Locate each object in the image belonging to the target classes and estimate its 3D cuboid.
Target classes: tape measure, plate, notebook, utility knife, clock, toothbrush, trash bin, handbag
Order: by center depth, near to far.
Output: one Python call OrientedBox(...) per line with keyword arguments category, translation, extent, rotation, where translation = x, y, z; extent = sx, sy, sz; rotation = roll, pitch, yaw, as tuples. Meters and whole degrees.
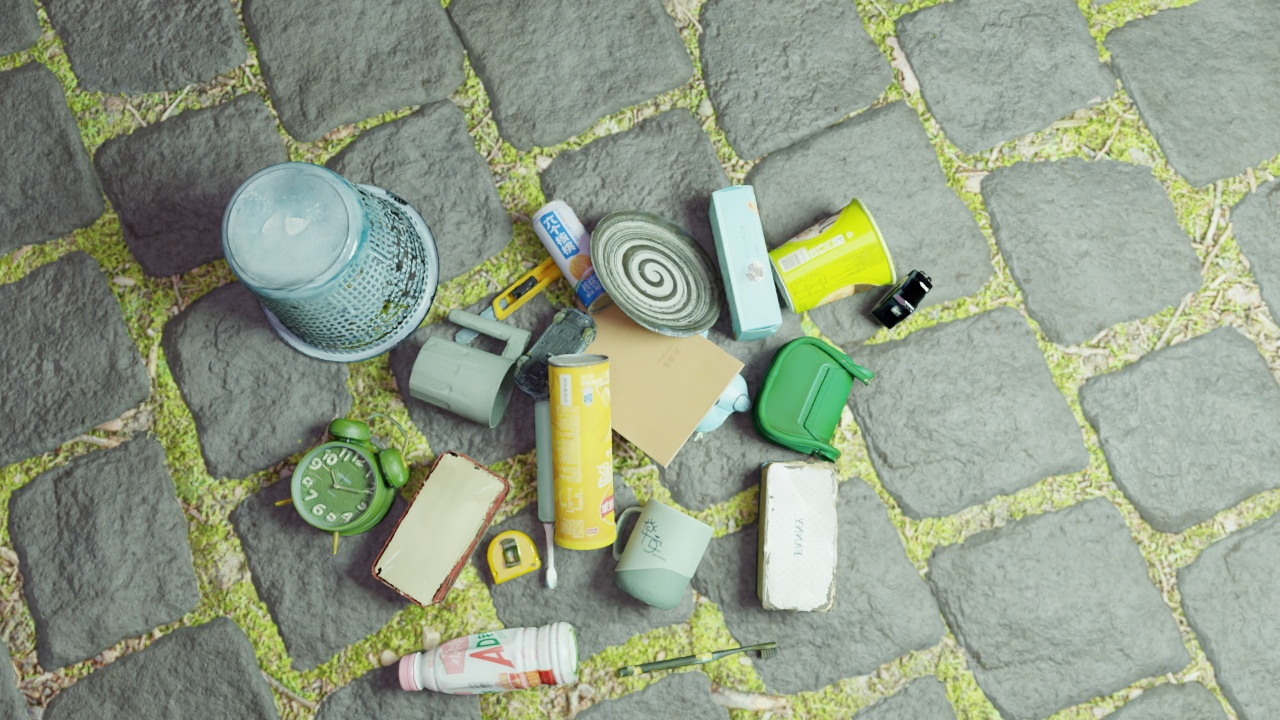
OrientedBox(category="trash bin", translation=(-0.361, -0.121, 1.038), extent=(0.226, 0.195, 0.226), rotation=(0, 82, 1))
OrientedBox(category="toothbrush", translation=(0.067, 0.347, 1.058), extent=(0.186, 0.012, 0.017), rotation=(-10, 93, -1))
OrientedBox(category="tape measure", translation=(-0.150, 0.227, 1.069), extent=(0.060, 0.029, 0.057), rotation=(-20, 81, -2))
OrientedBox(category="handbag", translation=(0.197, 0.043, 1.070), extent=(0.120, 0.068, 0.131), rotation=(22, 83, 3))
OrientedBox(category="clock", translation=(-0.338, 0.133, 1.071), extent=(0.116, 0.056, 0.161), rotation=(38, 84, 5))
OrientedBox(category="notebook", translation=(-0.006, 0.006, 1.075), extent=(0.211, 0.012, 0.149), rotation=(36, 84, 23))
OrientedBox(category="plate", translation=(0.017, -0.100, 1.077), extent=(0.179, 0.024, 0.179), rotation=(17, 51, -22))
OrientedBox(category="toothbrush", translation=(-0.108, 0.154, 1.080), extent=(0.026, 0.027, 0.224), rotation=(1, 81, -28))
OrientedBox(category="tape measure", translation=(0.307, -0.069, 1.086), extent=(0.033, 0.066, 0.065), rotation=(45, 58, 3))
OrientedBox(category="utility knife", translation=(-0.142, -0.084, 1.119), extent=(0.215, 0.015, 0.033), rotation=(-39, 80, -4))

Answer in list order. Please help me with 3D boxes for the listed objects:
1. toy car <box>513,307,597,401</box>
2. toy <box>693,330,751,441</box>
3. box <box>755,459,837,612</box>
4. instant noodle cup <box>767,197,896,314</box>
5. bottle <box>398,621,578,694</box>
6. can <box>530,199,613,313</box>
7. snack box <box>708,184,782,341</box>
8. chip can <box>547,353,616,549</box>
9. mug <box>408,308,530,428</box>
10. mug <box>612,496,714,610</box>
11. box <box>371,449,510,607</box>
OrientedBox(category="toy car", translation=(-0.099, -0.008, 1.079), extent=(0.054, 0.037, 0.120), rotation=(27, 71, 22))
OrientedBox(category="toy", translation=(0.053, 0.017, 1.086), extent=(0.161, 0.050, 0.156), rotation=(5, 81, 8))
OrientedBox(category="box", translation=(0.179, 0.194, 1.055), extent=(0.090, 0.061, 0.184), rotation=(5, 80, 1))
OrientedBox(category="instant noodle cup", translation=(0.218, -0.115, 1.079), extent=(0.123, 0.111, 0.111), rotation=(-25, 82, 6))
OrientedBox(category="bottle", translation=(-0.172, 0.341, 1.038), extent=(0.197, 0.068, 0.068), rotation=(-8, 82, 4))
OrientedBox(category="can", translation=(-0.075, -0.124, 1.088), extent=(0.053, 0.053, 0.134), rotation=(-33, 78, -4))
OrientedBox(category="snack box", translation=(0.123, -0.113, 1.090), extent=(0.051, 0.074, 0.174), rotation=(-11, 82, -2))
OrientedBox(category="chip can", translation=(-0.067, 0.102, 1.034), extent=(0.072, 0.072, 0.213), rotation=(-2, 100, 0))
OrientedBox(category="mug", translation=(-0.199, 0.006, 1.078), extent=(0.103, 0.084, 0.123), rotation=(19, 72, 5))
OrientedBox(category="mug", translation=(0.013, 0.216, 1.048), extent=(0.112, 0.082, 0.106), rotation=(22, 82, 34))
OrientedBox(category="box", translation=(-0.226, 0.192, 1.051), extent=(0.091, 0.077, 0.168), rotation=(30, 84, 5))
